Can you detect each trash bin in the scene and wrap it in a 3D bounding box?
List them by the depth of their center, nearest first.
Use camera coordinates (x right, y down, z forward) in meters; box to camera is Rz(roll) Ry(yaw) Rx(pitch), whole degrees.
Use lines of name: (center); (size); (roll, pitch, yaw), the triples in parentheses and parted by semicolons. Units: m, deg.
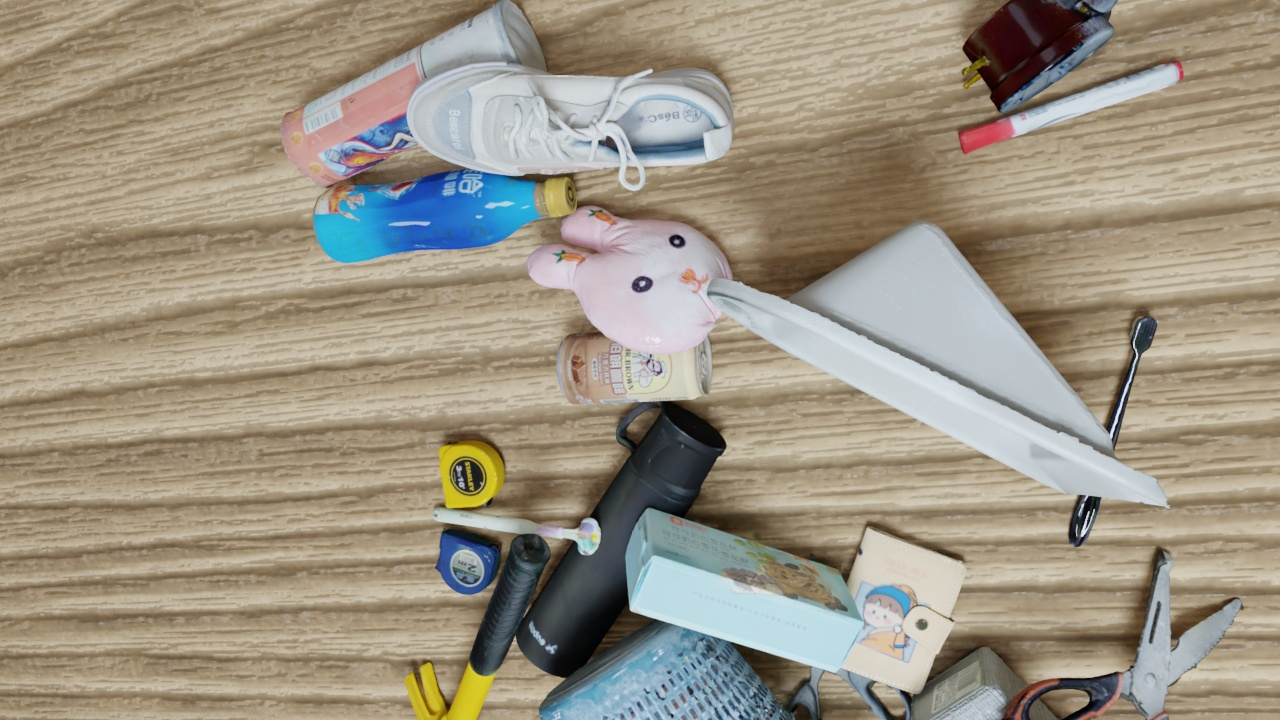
trash bin: (0.033, 0.307, 0.703); (0.227, 0.226, 0.195); (-36, 80, 18)

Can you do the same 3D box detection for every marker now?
marker: (0.297, -0.176, 0.639); (0.145, 0.017, 0.017); (-16, 95, 18)

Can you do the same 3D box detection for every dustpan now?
dustpan: (0.170, 0.019, 0.611); (0.143, 0.222, 0.257); (-33, 79, 6)

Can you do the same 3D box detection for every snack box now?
snack box: (0.076, 0.173, 0.698); (0.175, 0.074, 0.052); (20, 107, -10)

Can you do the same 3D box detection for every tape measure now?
tape measure: (-0.147, 0.099, 0.807); (0.057, 0.028, 0.060); (-6, 98, 18)
tape measure: (-0.155, 0.182, 0.826); (0.058, 0.025, 0.054); (16, 105, 17)

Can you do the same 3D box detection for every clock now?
clock: (0.271, -0.218, 0.606); (0.122, 0.082, 0.055); (-36, 83, 21)

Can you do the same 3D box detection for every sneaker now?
sneaker: (-0.051, -0.165, 0.666); (0.242, 0.090, 0.090); (-1, 126, 0)

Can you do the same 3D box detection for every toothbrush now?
toothbrush: (0.342, 0.054, 0.670); (0.016, 0.018, 0.181); (12, 105, 8)
toothbrush: (-0.111, 0.139, 0.779); (0.190, 0.020, 0.029); (0, 77, 37)

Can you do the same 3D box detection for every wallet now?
wallet: (0.202, 0.199, 0.727); (0.087, 0.024, 0.115); (20, 95, 13)

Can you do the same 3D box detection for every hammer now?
hammer: (-0.132, 0.254, 0.777); (0.129, 0.032, 0.302); (41, 128, 23)

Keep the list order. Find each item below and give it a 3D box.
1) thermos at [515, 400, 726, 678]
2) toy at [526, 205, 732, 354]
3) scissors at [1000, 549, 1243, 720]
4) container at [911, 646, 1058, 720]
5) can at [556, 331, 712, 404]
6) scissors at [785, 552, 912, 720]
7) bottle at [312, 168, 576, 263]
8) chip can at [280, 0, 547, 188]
thermos: (-0.024, 0.145, 0.768); (0.090, 0.068, 0.243); (42, 108, 35)
toy: (-0.008, -0.067, 0.707); (0.159, 0.121, 0.054); (24, 148, 18)
scissors: (0.347, 0.244, 0.647); (0.227, 0.015, 0.189); (-15, 77, -7)
container: (0.271, 0.293, 0.695); (0.090, 0.090, 0.114); (-42, 84, 17)
can: (-0.004, 0.004, 0.734); (0.116, 0.058, 0.058); (-4, 99, 16)
scissors: (0.148, 0.249, 0.762); (0.180, 0.014, 0.159); (29, 104, 12)
bottle: (-0.159, -0.121, 0.752); (0.219, 0.065, 0.065); (-4, 99, 16)
chip can: (-0.185, -0.211, 0.740); (0.215, 0.071, 0.071); (-19, 94, 18)
